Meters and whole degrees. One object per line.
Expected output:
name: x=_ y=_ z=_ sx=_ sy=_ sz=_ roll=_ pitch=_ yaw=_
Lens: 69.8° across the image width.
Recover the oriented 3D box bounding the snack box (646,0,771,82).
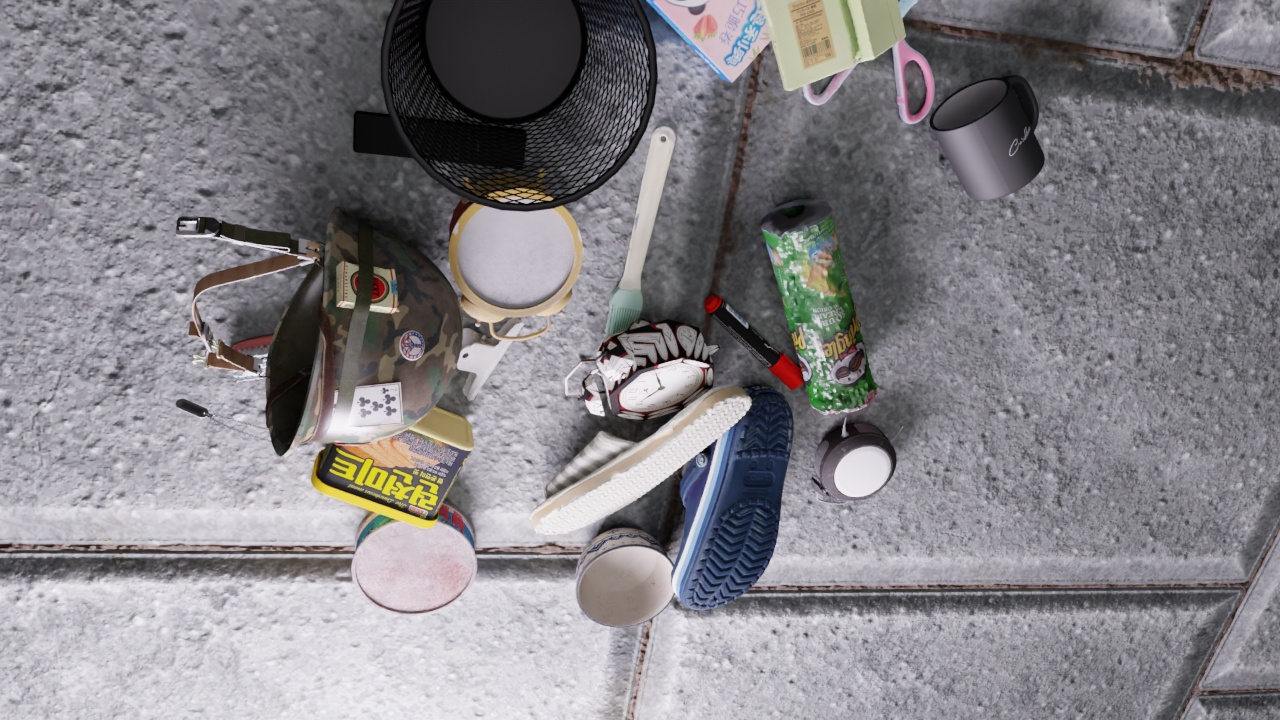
snack box: x=0.055 y=-0.326 z=0.794 sx=0.154 sy=0.033 sz=0.088 roll=38 pitch=104 yaw=-26

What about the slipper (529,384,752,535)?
slipper: x=-0.004 y=0.100 z=0.957 sx=0.273 sy=0.054 sz=0.114 roll=-34 pitch=150 yaw=18

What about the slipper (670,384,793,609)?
slipper: x=0.097 y=0.147 z=1.011 sx=0.105 sy=0.095 sz=0.253 roll=13 pitch=96 yaw=-37

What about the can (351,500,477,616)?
can: x=-0.243 y=0.212 z=0.991 sx=0.130 sy=0.044 sz=0.130 roll=-5 pitch=117 yaw=-10

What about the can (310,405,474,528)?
can: x=-0.245 y=0.093 z=0.918 sx=0.130 sy=0.072 sz=0.101 roll=25 pitch=106 yaw=-22

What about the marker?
marker: x=0.121 y=-0.020 z=0.967 sx=0.145 sy=0.021 sz=0.023 roll=40 pitch=72 yaw=-26

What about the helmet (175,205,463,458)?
helmet: x=-0.270 y=-0.025 z=0.770 sx=0.236 sy=0.223 sz=0.193 roll=28 pitch=137 yaw=-18

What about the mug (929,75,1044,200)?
mug: x=0.345 y=-0.224 z=0.888 sx=0.113 sy=0.078 sz=0.088 roll=-49 pitch=118 yaw=-16

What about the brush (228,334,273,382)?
brush: x=-0.306 y=-0.009 z=0.878 sx=0.172 sy=0.030 sz=0.041 roll=-10 pitch=118 yaw=-7

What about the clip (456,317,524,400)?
clip: x=-0.165 y=-0.009 z=0.915 sx=0.054 sy=0.041 sz=0.102 roll=23 pitch=109 yaw=-41

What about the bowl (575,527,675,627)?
bowl: x=-0.020 y=0.239 z=1.043 sx=0.115 sy=0.059 sz=0.116 roll=-5 pitch=117 yaw=-10

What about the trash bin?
trash bin: x=-0.099 y=-0.234 z=0.707 sx=0.184 sy=0.210 sz=0.184 roll=-5 pitch=117 yaw=-10

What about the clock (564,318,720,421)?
clock: x=-0.005 y=0.006 z=0.912 sx=0.154 sy=0.065 sz=0.115 roll=-4 pitch=147 yaw=-25

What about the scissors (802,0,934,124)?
scissors: x=0.217 y=-0.295 z=0.855 sx=0.168 sy=0.014 sz=0.171 roll=-19 pitch=119 yaw=-3

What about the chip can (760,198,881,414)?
chip can: x=0.183 y=-0.053 z=0.934 sx=0.075 sy=0.075 sz=0.223 roll=-22 pitch=118 yaw=-1

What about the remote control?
remote control: x=-0.178 y=-0.196 z=0.820 sx=0.150 sy=0.013 sz=0.034 roll=3 pitch=116 yaw=-13

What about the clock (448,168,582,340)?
clock: x=-0.117 y=-0.094 z=0.846 sx=0.117 sy=0.081 sz=0.159 roll=-8 pitch=115 yaw=-11

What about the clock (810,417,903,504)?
clock: x=0.245 y=0.123 z=1.050 sx=0.091 sy=0.043 sz=0.123 roll=9 pitch=114 yaw=-16

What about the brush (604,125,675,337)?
brush: x=0.000 y=-0.121 z=0.898 sx=0.033 sy=0.012 sz=0.218 roll=7 pitch=112 yaw=-15

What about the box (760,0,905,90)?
box: x=0.157 y=-0.342 z=0.779 sx=0.140 sy=0.048 sz=0.188 roll=-26 pitch=114 yaw=-14
